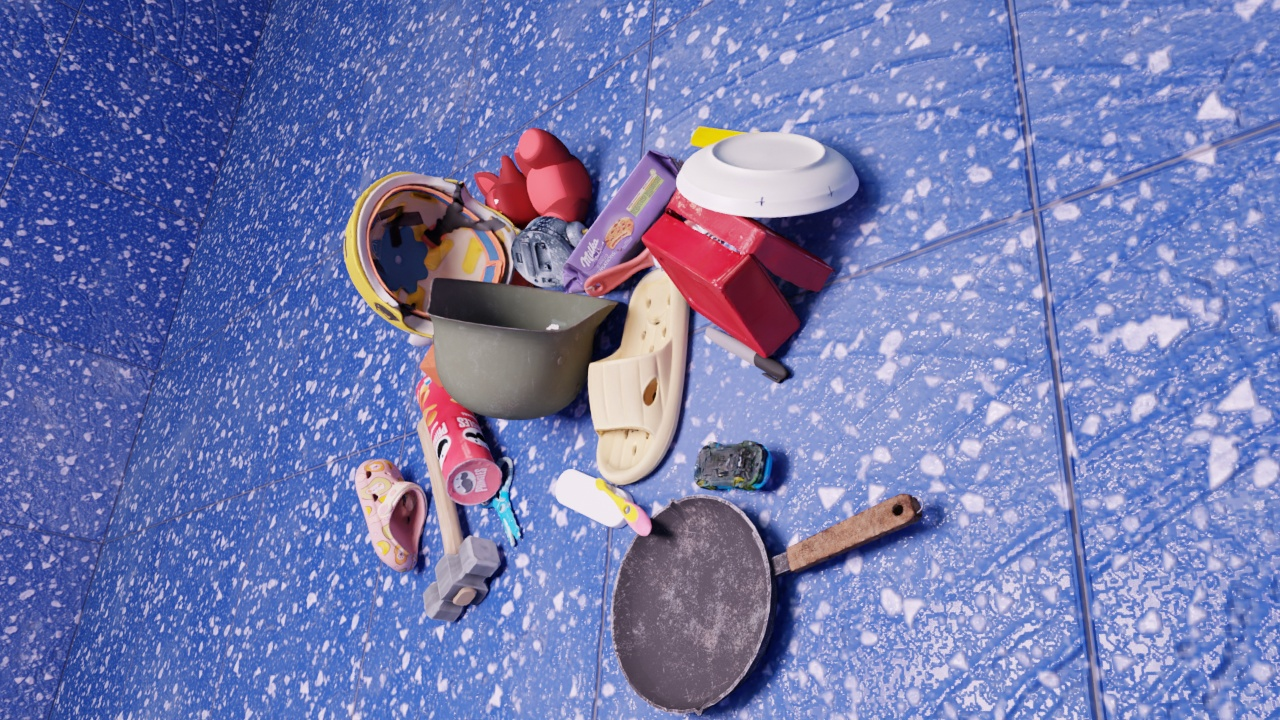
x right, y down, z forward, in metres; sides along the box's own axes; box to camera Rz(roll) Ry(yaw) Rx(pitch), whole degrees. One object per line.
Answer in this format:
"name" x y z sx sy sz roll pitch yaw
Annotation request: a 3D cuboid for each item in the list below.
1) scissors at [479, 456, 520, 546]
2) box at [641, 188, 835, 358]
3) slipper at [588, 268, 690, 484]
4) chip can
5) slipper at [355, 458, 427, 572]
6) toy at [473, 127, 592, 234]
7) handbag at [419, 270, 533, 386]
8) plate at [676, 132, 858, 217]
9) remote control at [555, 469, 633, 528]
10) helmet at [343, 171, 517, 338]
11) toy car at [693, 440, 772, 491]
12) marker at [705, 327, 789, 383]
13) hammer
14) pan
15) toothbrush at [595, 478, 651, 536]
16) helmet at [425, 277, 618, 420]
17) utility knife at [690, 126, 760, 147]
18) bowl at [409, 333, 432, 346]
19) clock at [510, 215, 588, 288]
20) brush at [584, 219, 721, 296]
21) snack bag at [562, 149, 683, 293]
"scissors" -0.181 0.192 1.182 0.083 0.015 0.140 -45 44 21
"box" 0.087 -0.093 0.936 0.123 0.136 0.157 -56 38 9
"slipper" -0.006 0.006 1.031 0.112 0.079 0.261 -5 66 44
"chip can" -0.253 0.098 1.256 0.073 0.073 0.233 -54 36 13
"slipper" -0.341 0.210 1.304 0.081 0.093 0.197 -34 46 5
"toy" -0.159 -0.224 1.291 0.198 0.120 0.158 -17 95 43
"handbag" -0.219 -0.043 1.291 0.109 0.060 0.171 -6 49 37
"plate" 0.127 -0.194 0.919 0.182 0.182 0.034 45 145 50
"remote control" -0.055 0.158 1.054 0.137 0.013 0.043 13 81 51
"helmet" -0.297 -0.133 1.219 0.140 0.240 0.208 -7 58 51
"toy car" 0.092 0.105 0.901 0.106 0.032 0.048 -12 62 56
"marker" 0.108 -0.006 0.958 0.139 0.016 0.022 32 119 52
"hammer" -0.265 0.192 1.245 0.117 0.051 0.322 -52 39 23
"pan" 0.107 0.196 0.833 0.358 0.040 0.207 -31 49 33
"toothbrush" -0.017 0.155 0.971 0.021 0.016 0.135 -56 30 -1
"helmet" -0.151 -0.008 1.098 0.227 0.267 0.154 9 96 14
"utility knife" 0.104 -0.264 1.097 0.156 0.017 0.030 28 87 51
"bowl" -0.292 -0.098 1.398 0.177 0.066 0.176 -161 91 -75
"clock" -0.108 -0.141 1.200 0.129 0.090 0.052 9 41 18
"brush" 0.015 -0.114 1.051 0.172 0.041 0.030 -28 45 3
"snack bag" -0.015 -0.160 1.114 0.058 0.096 0.206 39 105 6
